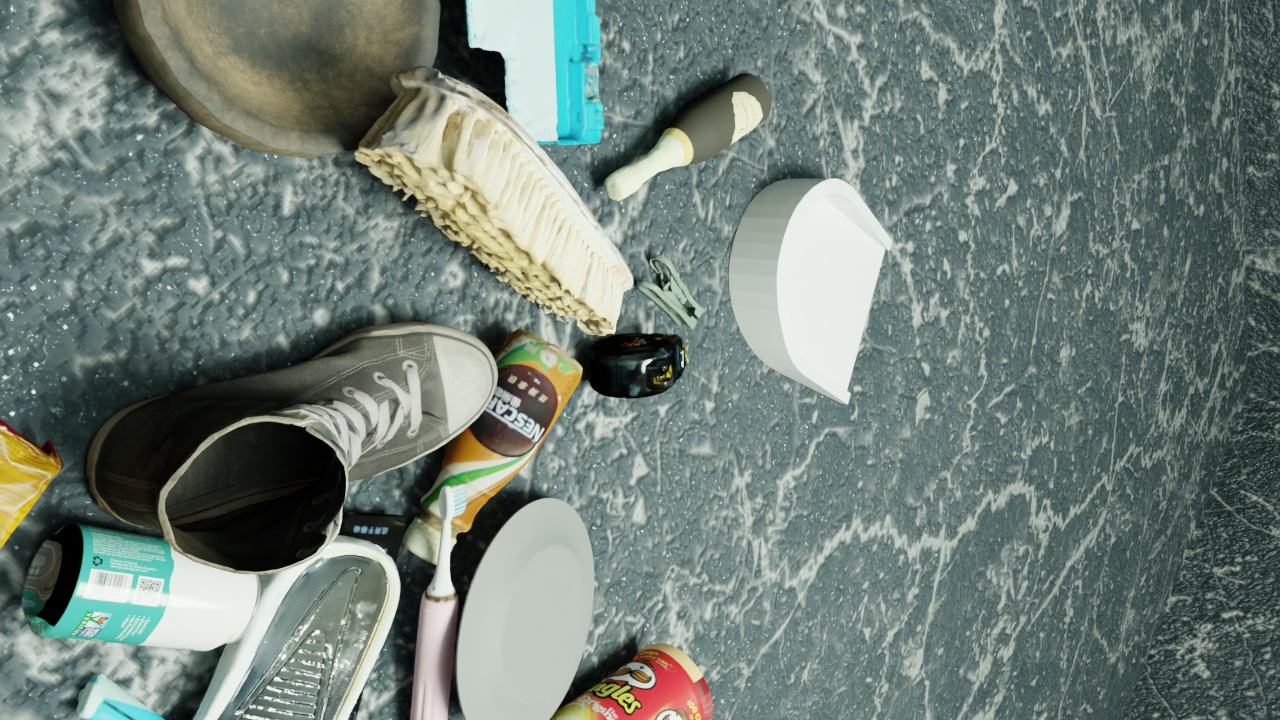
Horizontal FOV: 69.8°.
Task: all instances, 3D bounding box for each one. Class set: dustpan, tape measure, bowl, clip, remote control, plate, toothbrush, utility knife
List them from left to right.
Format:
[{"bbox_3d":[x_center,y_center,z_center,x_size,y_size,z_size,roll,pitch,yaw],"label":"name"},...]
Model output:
[{"bbox_3d":[-0.264,0.221,0.525,0.141,0.015,0.022,59,37,-38],"label":"utility knife"},{"bbox_3d":[-0.190,-0.187,0.474,0.161,0.070,0.162,-12,107,-45],"label":"bowl"},{"bbox_3d":[-0.191,0.170,0.587,0.047,0.022,0.150,15,89,-48],"label":"remote control"},{"bbox_3d":[-0.135,0.182,0.613,0.026,0.027,0.223,-13,119,-49],"label":"toothbrush"},{"bbox_3d":[-0.074,0.190,0.667,0.178,0.012,0.178,-17,109,-62],"label":"plate"},{"bbox_3d":[-0.004,0.004,0.714,0.071,0.072,0.042,-54,145,-65],"label":"tape measure"},{"bbox_3d":[0.026,-0.055,0.769,0.075,0.023,0.037,45,65,-44],"label":"clip"},{"bbox_3d":[0.186,-0.075,0.912,0.257,0.053,0.191,23,81,-47],"label":"dustpan"}]

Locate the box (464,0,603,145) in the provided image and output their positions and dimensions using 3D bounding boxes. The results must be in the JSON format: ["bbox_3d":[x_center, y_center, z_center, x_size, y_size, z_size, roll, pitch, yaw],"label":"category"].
[{"bbox_3d":[-0.065,-0.248,0.564,0.181,0.039,0.227,-40,131,-68],"label":"box"}]

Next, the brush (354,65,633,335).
[{"bbox_3d":[-0.073,-0.083,0.561,0.056,0.083,0.271,-68,158,-10],"label":"brush"}]

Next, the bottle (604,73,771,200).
[{"bbox_3d":[0.036,-0.176,0.736,0.184,0.045,0.045,-40,125,-34],"label":"bottle"}]

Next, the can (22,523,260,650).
[{"bbox_3d":[-0.258,0.120,0.479,0.101,0.055,0.055,27,78,-46],"label":"can"}]

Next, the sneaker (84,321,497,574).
[{"bbox_3d":[-0.162,0.040,0.506,0.234,0.120,0.095,-13,107,-40],"label":"sneaker"}]

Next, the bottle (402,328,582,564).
[{"bbox_3d":[-0.105,0.060,0.629,0.059,0.059,0.167,40,78,-43],"label":"bottle"}]

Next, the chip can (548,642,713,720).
[{"bbox_3d":[-0.043,0.309,0.726,0.212,0.087,0.087,-19,111,-42],"label":"chip can"}]

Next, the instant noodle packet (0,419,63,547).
[{"bbox_3d":[-0.337,0.072,0.397,0.098,0.040,0.135,48,62,-40],"label":"instant noodle packet"}]

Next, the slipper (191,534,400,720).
[{"bbox_3d":[-0.208,0.231,0.526,0.111,0.063,0.263,29,77,-43],"label":"slipper"}]
